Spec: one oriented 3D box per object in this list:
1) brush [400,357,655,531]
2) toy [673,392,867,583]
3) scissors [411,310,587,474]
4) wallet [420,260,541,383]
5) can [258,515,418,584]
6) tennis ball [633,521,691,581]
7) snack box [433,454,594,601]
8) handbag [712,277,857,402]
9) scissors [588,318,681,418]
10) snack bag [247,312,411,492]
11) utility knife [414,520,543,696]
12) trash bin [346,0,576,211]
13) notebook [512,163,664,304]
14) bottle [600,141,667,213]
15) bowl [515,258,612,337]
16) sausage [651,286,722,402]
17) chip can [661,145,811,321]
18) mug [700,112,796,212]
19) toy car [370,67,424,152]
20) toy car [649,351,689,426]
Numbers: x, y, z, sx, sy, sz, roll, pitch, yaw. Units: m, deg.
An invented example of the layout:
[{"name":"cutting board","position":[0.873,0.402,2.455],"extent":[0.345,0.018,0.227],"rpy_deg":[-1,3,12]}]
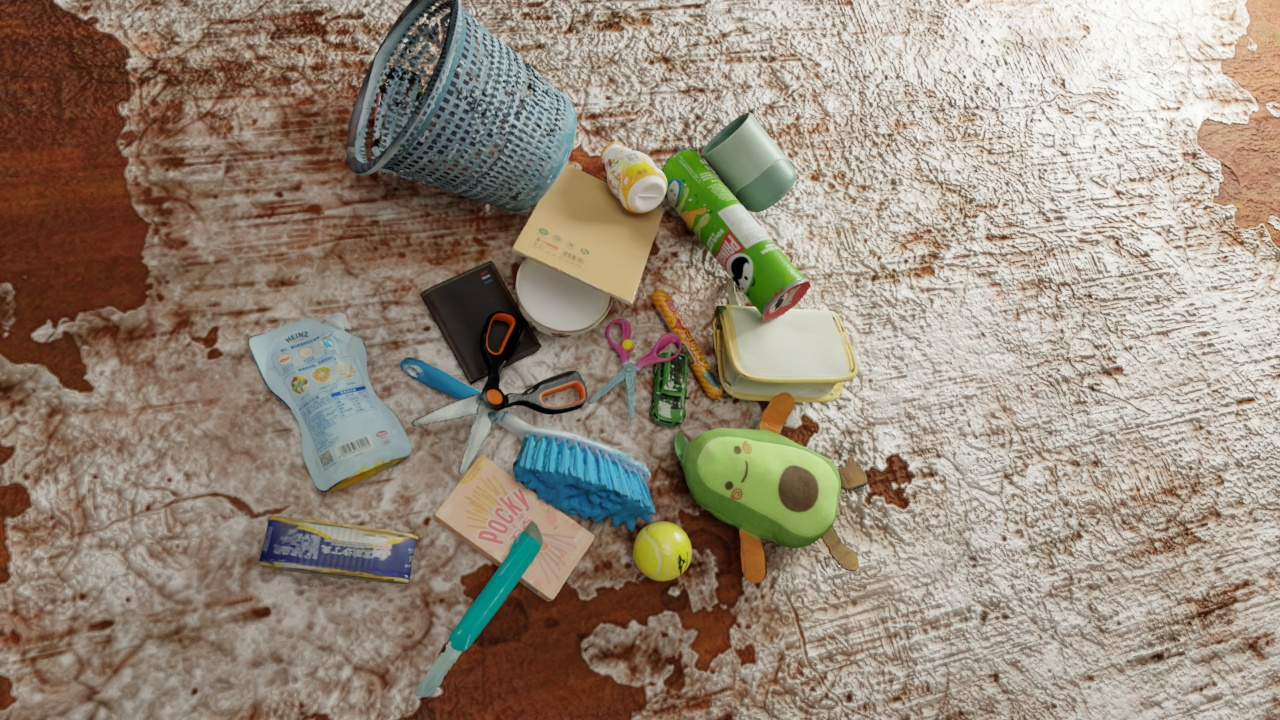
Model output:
[{"name":"brush","position":[-0.129,0.089,1.012],"extent":[0.314,0.061,0.109],"rpy_deg":[21,38,-10]},{"name":"toy","position":[0.154,0.146,1.056],"extent":[0.246,0.090,0.226],"rpy_deg":[18,65,-11]},{"name":"scissors","position":[-0.153,0.029,0.998],"extent":[0.220,0.022,0.221],"rpy_deg":[4,55,-36]},{"name":"wallet","position":[-0.185,-0.045,1.066],"extent":[0.096,0.020,0.122],"rpy_deg":[-28,83,-22]},{"name":"can","position":[-0.302,0.191,0.921],"extent":[0.148,0.075,0.049],"rpy_deg":[10,72,-12]},{"name":"tennis ball","position":[0.024,0.210,1.010],"extent":[0.065,0.066,0.065],"rpy_deg":[5,70,-14]},{"name":"snack box","position":[-0.137,0.182,0.996],"extent":[0.157,0.026,0.084],"rpy_deg":[36,66,-2]},{"name":"handbag","position":[0.170,-0.034,1.146],"extent":[0.163,0.063,0.178],"rpy_deg":[2,56,-15]},{"name":"scissors","position":[-0.005,0.006,1.082],"extent":[0.128,0.017,0.133],"rpy_deg":[-8,64,10]},{"name":"snack bag","position":[-0.332,0.039,0.985],"extent":[0.110,0.039,0.191],"rpy_deg":[-26,78,-17]},{"name":"utility knife","position":[-0.166,0.259,0.952],"extent":[0.029,0.013,0.209],"rpy_deg":[37,78,-4]},{"name":"trash bin","position":[-0.190,-0.272,1.035],"extent":[0.195,0.227,0.226],"rpy_deg":[24,64,-37]},{"name":"notebook","position":[-0.056,-0.157,1.096],"extent":[0.148,0.008,0.207],"rpy_deg":[24,40,-6]},{"name":"bottle","position":[-0.012,-0.231,1.141],"extent":[0.063,0.063,0.108],"rpy_deg":[-16,47,-20]},{"name":"bowl","position":[-0.093,-0.074,1.076],"extent":[0.113,0.062,0.113],"rpy_deg":[6,68,-14]},{"name":"sausage","position":[0.057,-0.020,1.122],"extent":[0.021,0.021,0.165],"rpy_deg":[-27,81,-22]},{"name":"chip can","position":[0.110,-0.158,1.132],"extent":[0.072,0.072,0.236],"rpy_deg":[-28,69,-22]},{"name":"mug","position":[0.143,-0.258,1.194],"extent":[0.106,0.082,0.111],"rpy_deg":[46,23,-17]},{"name":"toy car","position":[-0.295,-0.294,1.111],"extent":[0.056,0.037,0.122],"rpy_deg":[8,82,-15]},{"name":"toy car","position":[0.036,0.033,1.092],"extent":[0.043,0.036,0.091],"rpy_deg":[9,73,-14]}]
